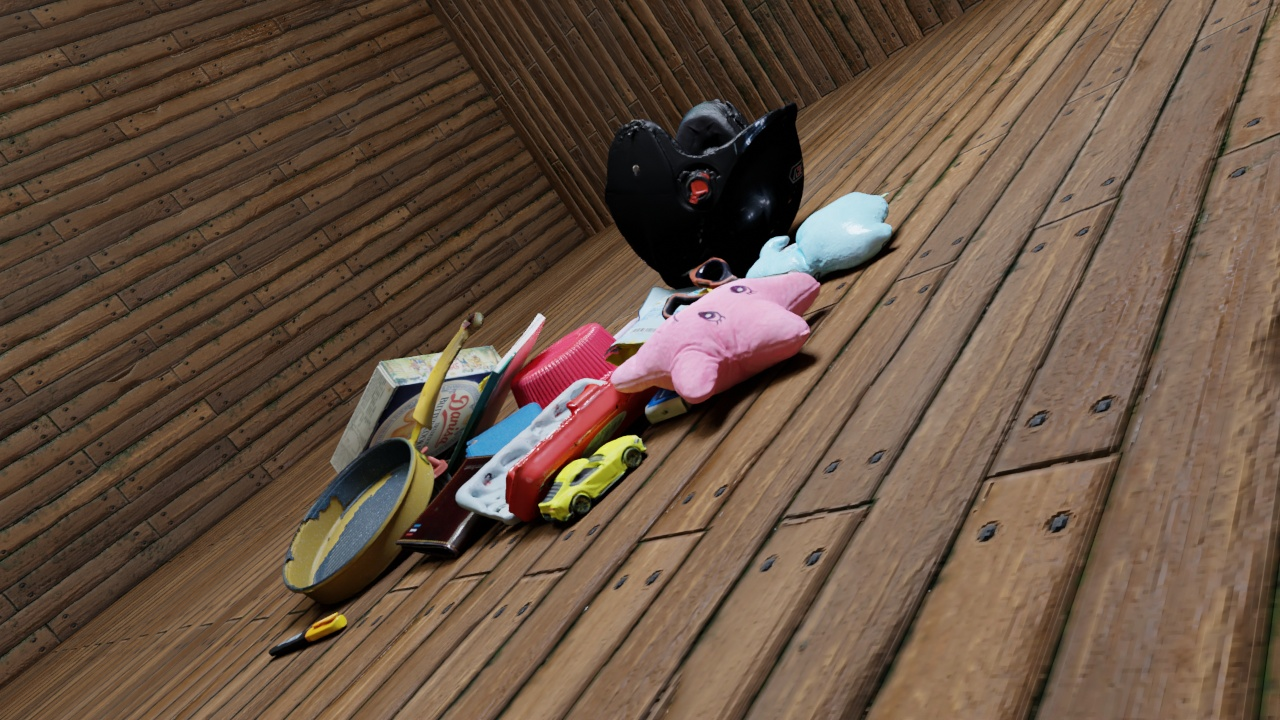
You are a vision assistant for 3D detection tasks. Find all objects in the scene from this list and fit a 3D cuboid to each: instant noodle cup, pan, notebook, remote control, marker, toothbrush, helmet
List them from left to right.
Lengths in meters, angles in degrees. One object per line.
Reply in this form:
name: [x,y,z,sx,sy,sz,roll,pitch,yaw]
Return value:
marker: [-0.324,0.267,0.887,0.124,0.015,0.018,-29,8,33]
pan: [-0.270,0.103,1.015,0.357,0.078,0.198,-51,30,-12]
notebook: [-0.188,0.053,1.149,0.210,0.012,0.150,-59,0,33]
instant noodle cup: [-0.091,0.015,1.140,0.194,0.066,0.193,-34,10,7]
toothbrush: [-0.017,-0.045,1.294,0.188,0.029,0.021,-45,-25,-36]
remote control: [0.050,0.012,0.851,0.049,0.024,0.124,-24,19,42]
helmet: [0.092,-0.218,1.169,0.275,0.230,0.232,-16,13,35]

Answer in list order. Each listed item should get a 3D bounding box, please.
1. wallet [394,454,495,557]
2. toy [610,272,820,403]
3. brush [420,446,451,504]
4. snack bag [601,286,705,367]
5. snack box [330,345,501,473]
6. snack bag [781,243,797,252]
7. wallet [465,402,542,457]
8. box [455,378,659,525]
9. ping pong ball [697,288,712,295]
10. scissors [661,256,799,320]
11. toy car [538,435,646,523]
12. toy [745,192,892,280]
wallet: [-0.174,0.138,0.896,0.097,0.020,0.122,-4,38,43]
toy: [0.083,-0.024,0.782,0.194,0.074,0.179,-38,23,-31]
brush: [-0.291,0.155,1.116,0.146,0.069,0.063,-29,14,26]
snack bag: [0.033,-0.048,1.081,0.110,0.039,0.190,-11,22,29]
snack box: [-0.279,0.067,1.166,0.182,0.046,0.178,-11,-38,-50]
snack bag: [0.171,-0.111,1.005,0.048,0.026,0.104,-31,12,2]
wallet: [-0.140,0.098,0.996,0.106,0.040,0.133,-36,19,-7]
box: [-0.066,0.071,0.846,0.200,0.073,0.155,-43,10,-38]
ping pong ball: [0.079,-0.061,1.026,0.040,0.040,0.040,-33,11,7]
scissors: [0.096,-0.082,0.951,0.208,0.015,0.191,-35,26,31]
toy car: [-0.041,0.093,0.756,0.105,0.032,0.048,-39,11,-27]
toy: [0.182,-0.116,0.920,0.156,0.050,0.161,-51,29,-1]
